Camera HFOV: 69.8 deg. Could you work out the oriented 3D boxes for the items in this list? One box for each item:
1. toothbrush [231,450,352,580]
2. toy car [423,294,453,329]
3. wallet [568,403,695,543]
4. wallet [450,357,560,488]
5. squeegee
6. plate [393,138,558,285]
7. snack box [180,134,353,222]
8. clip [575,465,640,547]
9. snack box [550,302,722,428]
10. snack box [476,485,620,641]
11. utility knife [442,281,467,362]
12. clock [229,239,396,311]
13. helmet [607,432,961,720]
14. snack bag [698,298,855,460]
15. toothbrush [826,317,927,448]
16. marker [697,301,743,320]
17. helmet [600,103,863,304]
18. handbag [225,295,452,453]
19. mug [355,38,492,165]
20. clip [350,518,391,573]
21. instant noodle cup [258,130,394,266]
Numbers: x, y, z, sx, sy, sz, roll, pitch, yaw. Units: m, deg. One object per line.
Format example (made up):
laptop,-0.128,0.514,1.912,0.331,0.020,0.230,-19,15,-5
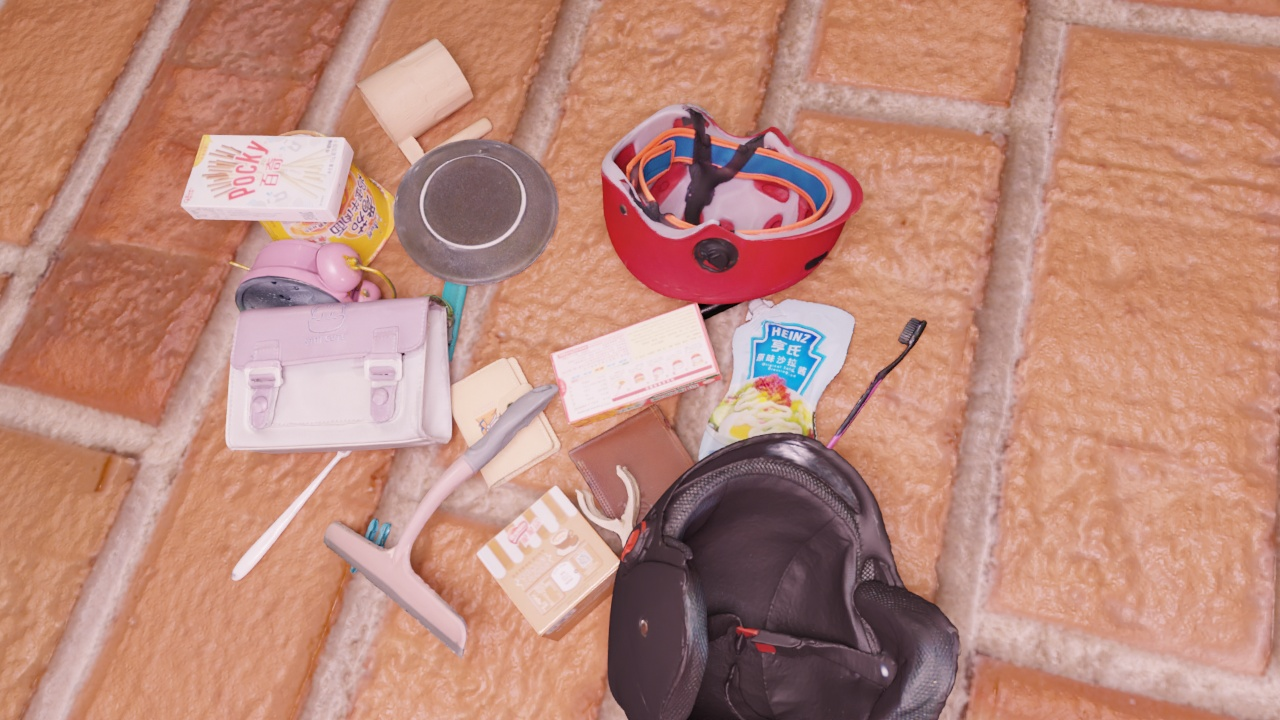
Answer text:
toothbrush,-0.343,0.143,0.911,0.016,0.016,0.180,34,77,20
toy car,-0.232,-0.029,0.944,0.043,0.036,0.091,36,86,32
wallet,0.003,0.112,0.868,0.101,0.032,0.124,-33,67,-3
wallet,-0.137,0.057,0.912,0.087,0.024,0.115,-30,67,-5
squeegee,-0.161,0.106,0.843,0.248,0.040,0.249,18,61,44
plate,-0.179,-0.167,0.990,0.179,0.024,0.179,0,70,-1
snack box,-0.371,-0.182,0.916,0.157,0.027,0.084,3,69,8
clip,-0.027,0.148,0.832,0.093,0.035,0.103,-7,81,10
snack box,-0.005,0.005,0.899,0.156,0.027,0.077,-19,72,8
snack box,-0.075,0.183,0.825,0.092,0.077,0.094,-40,69,-8
utility knife,-0.201,-0.035,0.961,0.029,0.013,0.216,3,70,12
clock,-0.330,-0.072,0.942,0.158,0.117,0.059,-1,57,9
helmet,0.088,0.201,0.716,0.233,0.231,0.274,16,66,-18
snack bag,0.131,0.026,0.880,0.110,0.039,0.190,11,70,24
toothbrush,0.216,0.031,0.878,0.018,0.014,0.189,34,77,28
marker,0.081,-0.058,0.927,0.132,0.020,0.022,-26,43,-2
helmet,0.079,-0.131,0.885,0.240,0.144,0.206,18,44,10
handbag,-0.287,0.014,0.880,0.197,0.098,0.145,-4,78,7
mug,-0.242,-0.285,1.036,0.103,0.084,0.124,-36,93,-8
clip,-0.259,0.181,0.886,0.043,0.014,0.056,16,74,14
instant noodle cup,-0.349,-0.171,0.984,0.138,0.110,0.137,-3,67,6
